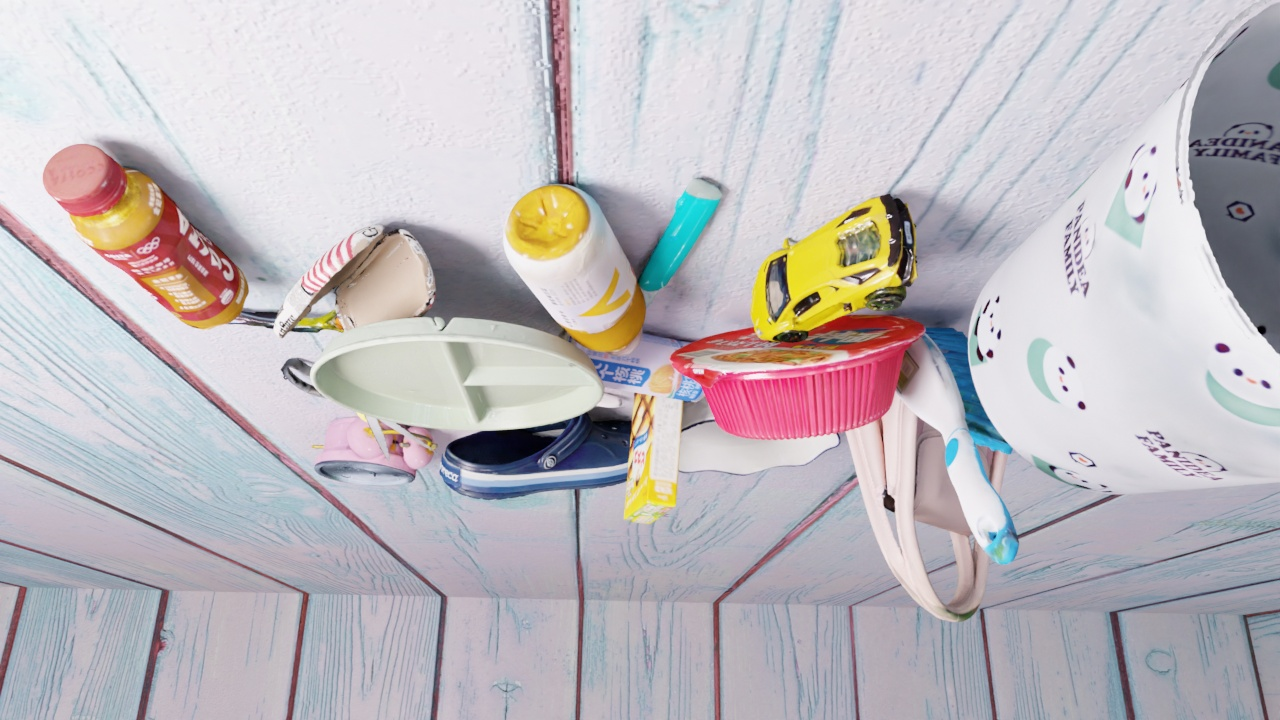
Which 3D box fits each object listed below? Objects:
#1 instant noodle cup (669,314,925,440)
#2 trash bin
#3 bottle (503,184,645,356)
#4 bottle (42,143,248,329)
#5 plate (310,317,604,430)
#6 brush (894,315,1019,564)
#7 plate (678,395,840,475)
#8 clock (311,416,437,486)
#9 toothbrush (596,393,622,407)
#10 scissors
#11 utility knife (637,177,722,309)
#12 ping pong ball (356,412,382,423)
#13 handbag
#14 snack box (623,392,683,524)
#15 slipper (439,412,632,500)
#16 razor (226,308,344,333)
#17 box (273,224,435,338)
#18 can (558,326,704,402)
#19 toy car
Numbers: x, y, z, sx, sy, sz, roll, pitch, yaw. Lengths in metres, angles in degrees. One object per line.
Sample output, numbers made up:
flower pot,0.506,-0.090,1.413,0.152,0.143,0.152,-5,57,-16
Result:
instant noodle cup,0.120,0.013,0.703,0.194,0.066,0.193,-8,-170,1
trash bin,0.324,-0.033,0.506,0.229,0.229,0.252,3,165,-5
bottle,-0.037,-0.053,0.655,0.068,0.068,0.189,-4,158,13
bottle,-0.328,-0.079,0.617,0.057,0.057,0.175,0,159,3
plate,-0.143,0.014,0.735,0.230,0.027,0.230,0,159,0
brush,0.234,0.049,0.661,0.109,0.314,0.061,20,116,-17
plate,0.114,0.080,1.010,0.205,0.045,0.205,-3,157,-1
clock,-0.312,0.105,1.088,0.159,0.059,0.117,-16,152,40
toothbrush,-0.100,0.028,0.941,0.180,0.016,0.016,11,151,-23
scissors,-0.279,0.045,0.917,0.159,0.014,0.181,17,138,-1
utility knife,0.016,-0.073,0.679,0.029,0.013,0.223,5,156,-14
ping pong ball,-0.277,0.046,0.958,0.040,0.040,0.040,1,159,0
handbag,0.285,0.132,0.887,0.193,0.233,0.094,20,153,-40
snack box,0.014,0.084,0.906,0.033,0.140,0.087,8,158,-13
slipper,-0.097,0.085,0.989,0.252,0.095,0.105,-5,-155,-37
razor,-0.295,-0.034,0.780,0.143,0.022,0.043,1,157,0
box,-0.217,-0.046,0.673,0.087,0.076,0.163,-19,178,-36
can,-0.006,0.001,0.814,0.134,0.053,0.053,10,157,-22
toy car,0.126,-0.058,0.633,0.041,0.071,0.156,14,156,-33
